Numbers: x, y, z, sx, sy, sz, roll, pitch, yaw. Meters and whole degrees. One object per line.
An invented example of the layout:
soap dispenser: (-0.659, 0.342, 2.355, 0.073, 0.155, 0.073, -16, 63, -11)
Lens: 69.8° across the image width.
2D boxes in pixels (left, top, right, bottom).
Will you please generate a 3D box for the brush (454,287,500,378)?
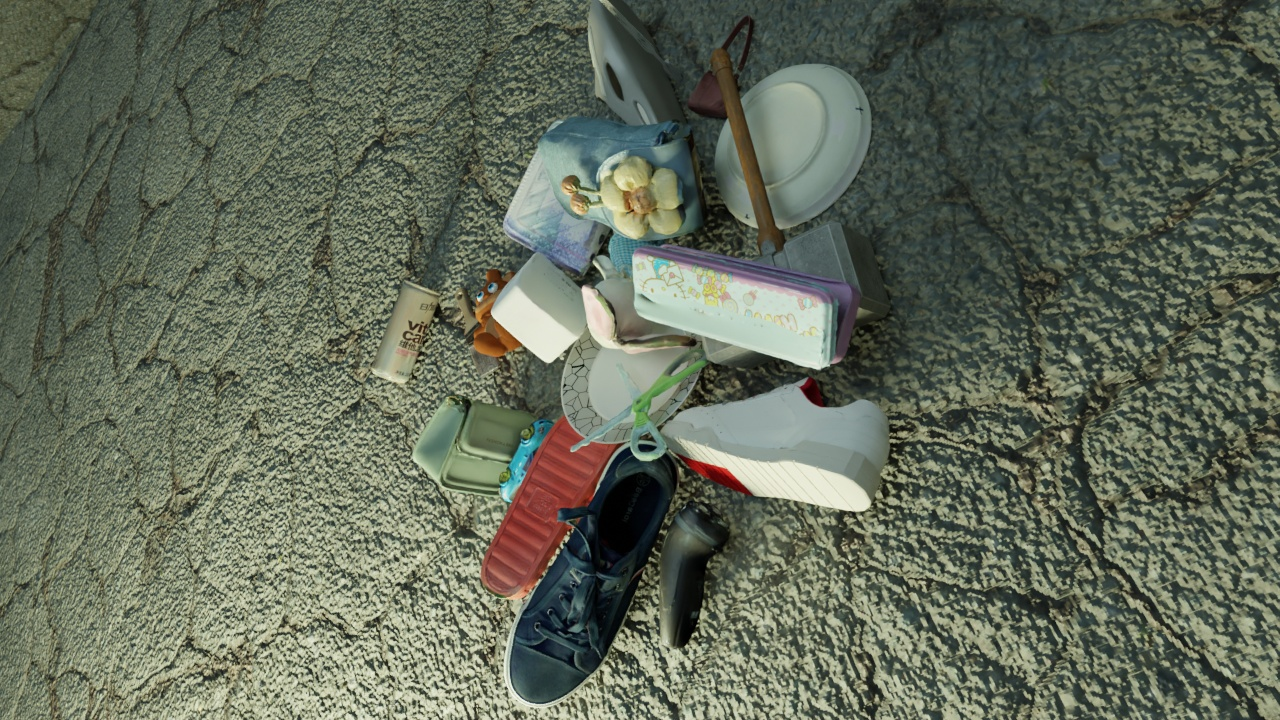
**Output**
brush: (-0.217, -0.040, 1.203, 0.039, 0.012, 0.151, -41, 55, 23)

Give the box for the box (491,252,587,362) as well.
box: (-0.119, -0.049, 1.054, 0.091, 0.102, 0.107, -40, 16, 27)

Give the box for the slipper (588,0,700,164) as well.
slipper: (-0.015, -0.308, 1.061, 0.081, 0.112, 0.265, -35, 64, 29)

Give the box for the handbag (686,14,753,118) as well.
handbag: (0.098, -0.331, 1.025, 0.055, 0.029, 0.119, 23, 87, 39)

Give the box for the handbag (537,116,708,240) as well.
handbag: (-0.025, -0.188, 0.955, 0.192, 0.122, 0.118, 16, 47, 33)

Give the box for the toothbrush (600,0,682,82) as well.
toothbrush: (-0.005, -0.362, 1.013, 0.010, 0.181, 0.010, -32, 55, 22)

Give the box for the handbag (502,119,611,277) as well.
handbag: (-0.077, -0.193, 1.103, 0.126, 0.069, 0.159, 32, 99, 26)

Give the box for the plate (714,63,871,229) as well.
plate: (0.146, -0.227, 0.945, 0.183, 0.034, 0.182, -13, 69, 36)

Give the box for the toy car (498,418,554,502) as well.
toy car: (-0.125, 0.118, 1.056, 0.032, 0.048, 0.105, 32, 97, 41)

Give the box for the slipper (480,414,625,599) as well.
slipper: (-0.083, 0.152, 1.004, 0.104, 0.059, 0.248, 25, 78, 43)

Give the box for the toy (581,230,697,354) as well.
toy: (-0.023, -0.073, 0.983, 0.106, 0.131, 0.205, -48, 29, 32)

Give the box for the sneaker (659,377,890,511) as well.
sneaker: (0.126, 0.063, 0.854, 0.237, 0.090, 0.104, 2, 55, 49)

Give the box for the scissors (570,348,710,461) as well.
scissors: (0.000, 0.043, 0.918, 0.171, 0.021, 0.172, -37, 36, 5)

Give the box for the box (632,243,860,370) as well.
box: (0.085, -0.052, 0.818, 0.214, 0.065, 0.078, 18, 108, 37)

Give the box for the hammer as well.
hammer: (0.113, -0.167, 0.894, 0.163, 0.082, 0.317, -23, 72, 33)

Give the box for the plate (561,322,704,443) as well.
plate: (-0.006, 0.006, 0.993, 0.189, 0.016, 0.188, -20, 52, 28)

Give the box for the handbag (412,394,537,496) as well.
handbag: (-0.187, 0.099, 1.064, 0.067, 0.121, 0.106, 36, 100, 40)

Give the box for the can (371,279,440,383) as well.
can: (-0.323, -0.039, 1.263, 0.054, 0.054, 0.135, 22, 91, 41)

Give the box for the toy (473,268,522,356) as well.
toy: (-0.178, -0.066, 1.148, 0.095, 0.065, 0.127, -33, 53, 20)

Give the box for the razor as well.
razor: (0.050, 0.207, 0.884, 0.064, 0.053, 0.140, 4, 82, 38)

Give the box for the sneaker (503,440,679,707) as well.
sneaker: (-0.052, 0.216, 0.894, 0.120, 0.127, 0.294, 28, 93, -3)
